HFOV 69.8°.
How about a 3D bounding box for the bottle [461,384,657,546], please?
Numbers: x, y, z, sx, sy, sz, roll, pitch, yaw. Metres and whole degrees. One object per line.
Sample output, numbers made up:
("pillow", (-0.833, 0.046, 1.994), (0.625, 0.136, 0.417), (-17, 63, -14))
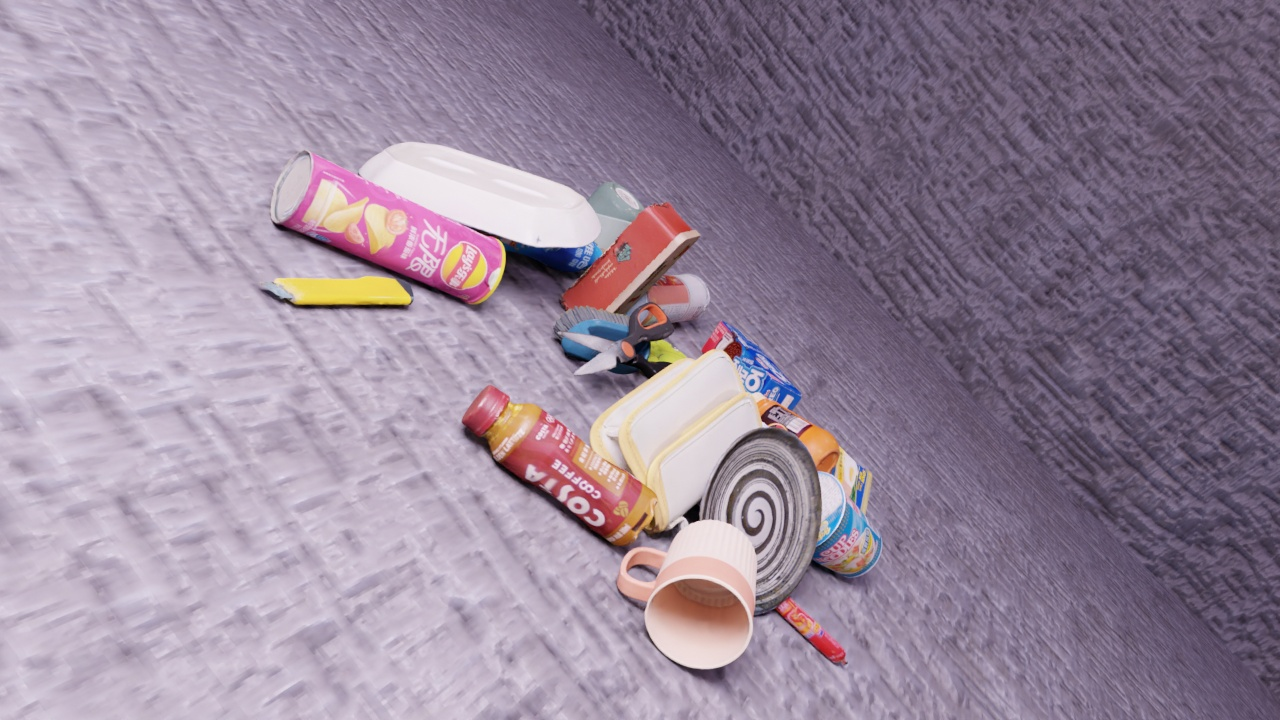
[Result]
("bottle", (-0.068, 0.087, 0.768), (0.175, 0.058, 0.057), (38, 21, -14))

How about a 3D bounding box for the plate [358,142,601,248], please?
("plate", (-0.169, -0.185, 0.989), (0.266, 0.034, 0.161), (20, 26, 9))

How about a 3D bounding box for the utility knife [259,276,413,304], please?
("utility knife", (-0.251, -0.058, 0.775), (0.033, 0.015, 0.167), (44, 21, 18))

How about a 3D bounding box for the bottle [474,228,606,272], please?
("bottle", (-0.110, -0.148, 1.139), (0.218, 0.065, 0.065), (15, 34, -53))

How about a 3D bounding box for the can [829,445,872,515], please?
("can", (0.235, 0.156, 1.138), (0.083, 0.057, 0.101), (42, 48, -21))

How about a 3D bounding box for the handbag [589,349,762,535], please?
("handbag", (0.057, 0.096, 0.869), (0.163, 0.063, 0.179), (-35, 100, -34))

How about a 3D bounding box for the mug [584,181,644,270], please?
("mug", (-0.040, -0.173, 1.255), (0.112, 0.106, 0.082), (44, 20, 0))

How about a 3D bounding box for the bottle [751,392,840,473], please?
("bottle", (0.169, 0.084, 1.106), (0.149, 0.067, 0.066), (40, 15, 35))

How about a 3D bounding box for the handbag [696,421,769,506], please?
("handbag", (0.099, 0.113, 0.981), (0.194, 0.076, 0.133), (33, 41, -22))

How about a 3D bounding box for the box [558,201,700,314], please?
("box", (-0.018, -0.116, 1.094), (0.077, 0.169, 0.091), (48, 21, 4))

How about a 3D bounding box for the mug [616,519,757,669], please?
("mug", (0.039, 0.185, 0.760), (0.114, 0.082, 0.105), (14, 18, 7))

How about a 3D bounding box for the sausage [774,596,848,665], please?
("sausage", (0.147, 0.247, 0.907), (0.156, 0.020, 0.020), (43, 21, 0))

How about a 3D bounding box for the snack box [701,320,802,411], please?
("snack box", (0.148, 0.014, 1.248), (0.057, 0.058, 0.207), (28, 14, -25))

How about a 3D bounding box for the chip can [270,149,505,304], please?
("chip can", (-0.229, -0.119, 0.855), (0.210, 0.071, 0.071), (22, 29, -42))

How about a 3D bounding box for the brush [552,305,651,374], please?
("brush", (-0.035, -0.017, 1.033), (0.143, 0.055, 0.073), (10, 38, -56))

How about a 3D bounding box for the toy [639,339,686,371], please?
("toy", (0.025, 0.001, 1.144), (0.100, 0.031, 0.096), (22, 29, -35))

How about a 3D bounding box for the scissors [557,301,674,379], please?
("scissors", (-0.014, -0.017, 1.000), (0.227, 0.022, 0.197), (33, 38, -36))

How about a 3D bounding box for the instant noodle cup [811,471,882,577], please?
("instant noodle cup", (0.219, 0.194, 1.047), (0.110, 0.099, 0.099), (38, 20, -33))

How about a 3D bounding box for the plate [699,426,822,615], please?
("plate", (0.111, 0.152, 0.875), (0.179, 0.179, 0.024), (25, -16, -40))

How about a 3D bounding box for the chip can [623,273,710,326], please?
("chip can", (0.025, -0.082, 1.249), (0.071, 0.071, 0.214), (48, 22, 13))
